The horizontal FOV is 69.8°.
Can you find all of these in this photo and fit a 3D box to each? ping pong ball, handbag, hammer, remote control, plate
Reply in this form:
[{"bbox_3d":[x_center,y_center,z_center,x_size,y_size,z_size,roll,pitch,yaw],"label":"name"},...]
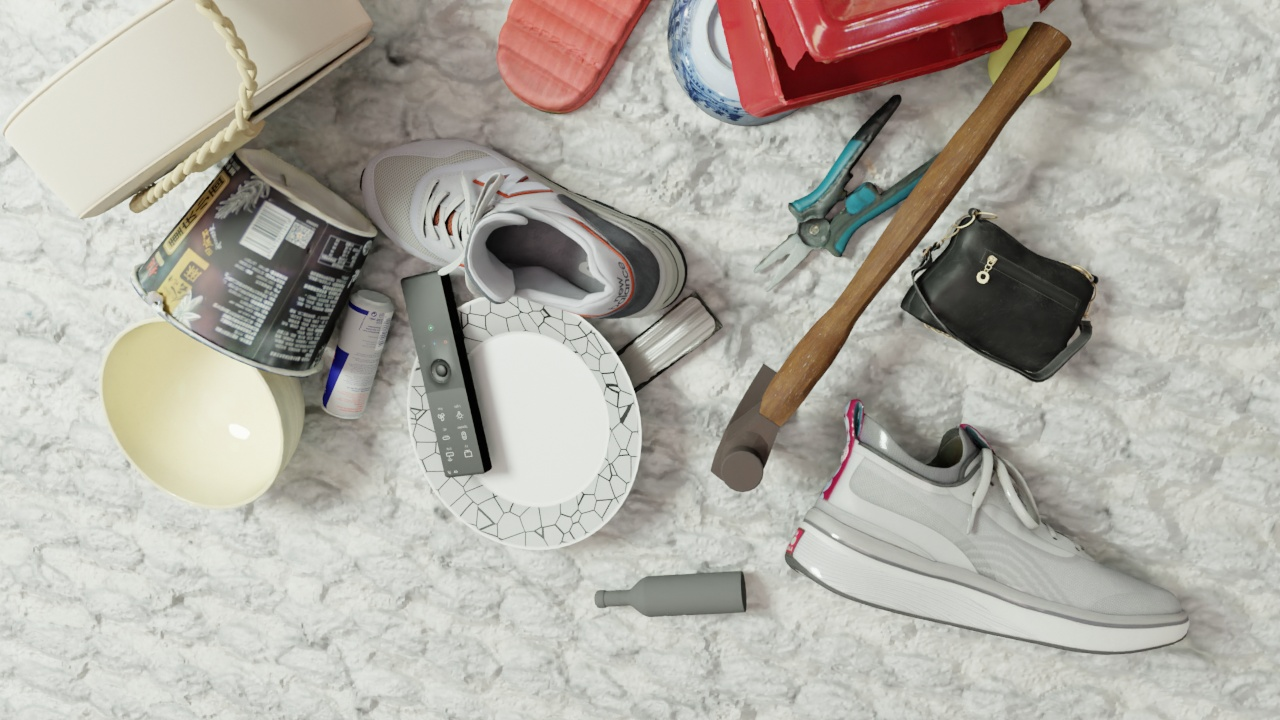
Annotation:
[{"bbox_3d":[0.230,-0.179,0.550,0.040,0.040,0.040,3,104,10],"label":"ping pong ball"},{"bbox_3d":[-0.273,-0.179,0.561,0.211,0.208,0.103,-27,114,16],"label":"handbag"},{"bbox_3d":[0.143,-0.054,0.559,0.033,0.115,0.323,34,108,1],"label":"hammer"},{"bbox_3d":[0.228,-0.040,0.569,0.128,0.054,0.079,23,103,-16],"label":"handbag"},{"bbox_3d":[-0.141,0.011,0.665,0.034,0.013,0.150,-9,97,23],"label":"remote control"},{"bbox_3d":[-0.004,0.004,0.656,0.137,0.013,0.033,-38,93,17],"label":"remote control"},{"bbox_3d":[-0.085,0.044,0.668,0.189,0.016,0.189,4,101,21],"label":"plate"}]

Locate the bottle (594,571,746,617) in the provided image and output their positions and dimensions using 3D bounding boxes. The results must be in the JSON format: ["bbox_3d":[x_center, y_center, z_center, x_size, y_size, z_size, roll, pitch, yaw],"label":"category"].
[{"bbox_3d":[0.021,0.175,0.685,0.113,0.030,0.030,-6,102,13],"label":"bottle"}]

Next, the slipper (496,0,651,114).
[{"bbox_3d":[-0.019,-0.270,0.568,0.103,0.059,0.249,35,109,1],"label":"slipper"}]

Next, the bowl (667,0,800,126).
[{"bbox_3d":[0.068,-0.206,0.572,0.114,0.045,0.114,3,104,10],"label":"bowl"}]

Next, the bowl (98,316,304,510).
[{"bbox_3d":[-0.313,0.028,0.686,0.151,0.075,0.151,5,111,13],"label":"bowl"}]

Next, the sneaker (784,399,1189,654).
[{"bbox_3d":[0.233,0.113,0.604,0.263,0.097,0.128,15,85,-2],"label":"sneaker"}]

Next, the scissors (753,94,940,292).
[{"bbox_3d":[0.138,-0.105,0.598,0.148,0.019,0.123,-4,104,14],"label":"scissors"}]

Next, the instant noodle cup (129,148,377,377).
[{"bbox_3d":[-0.254,-0.071,0.631,0.137,0.137,0.112,36,98,1],"label":"instant noodle cup"}]

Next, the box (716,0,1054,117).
[{"bbox_3d":[0.125,-0.219,0.512,0.157,0.110,0.134,-17,89,-10],"label":"box"}]

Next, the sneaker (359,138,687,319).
[{"bbox_3d":[-0.090,-0.084,0.593,0.240,0.124,0.089,18,106,6],"label":"sneaker"}]

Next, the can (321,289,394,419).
[{"bbox_3d":[-0.211,-0.004,0.684,0.032,0.032,0.095,22,107,5],"label":"can"}]
